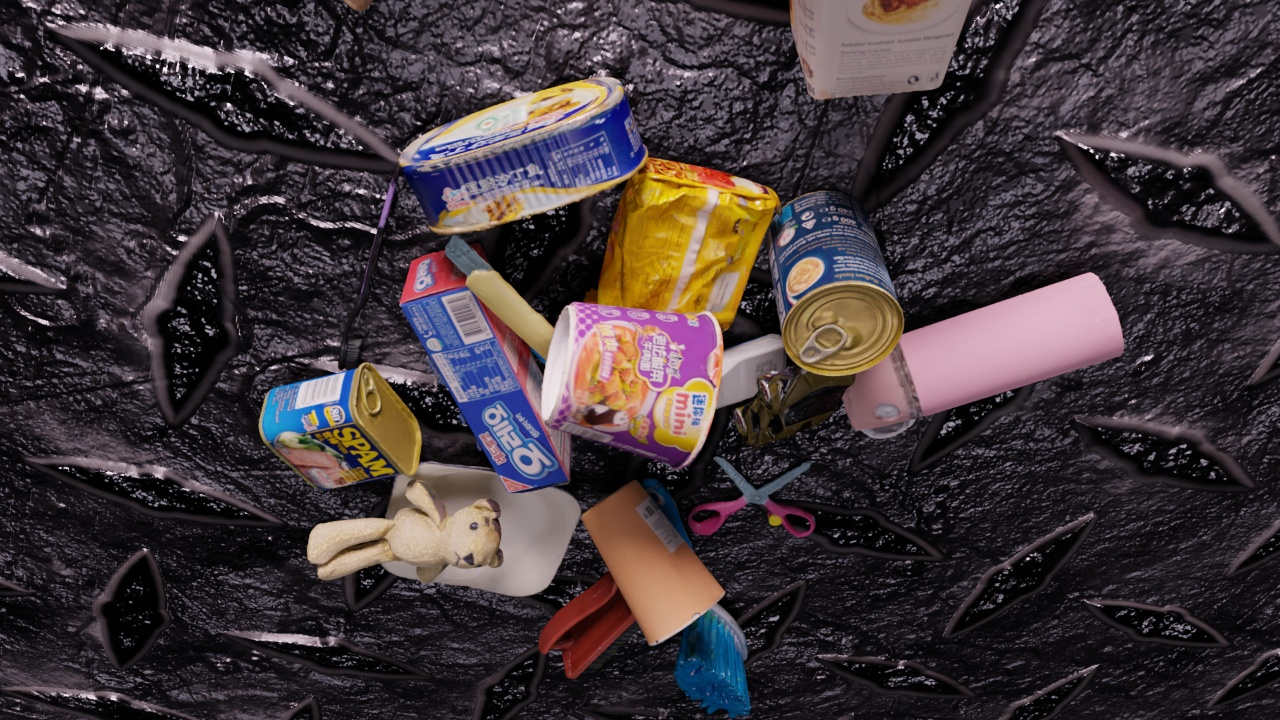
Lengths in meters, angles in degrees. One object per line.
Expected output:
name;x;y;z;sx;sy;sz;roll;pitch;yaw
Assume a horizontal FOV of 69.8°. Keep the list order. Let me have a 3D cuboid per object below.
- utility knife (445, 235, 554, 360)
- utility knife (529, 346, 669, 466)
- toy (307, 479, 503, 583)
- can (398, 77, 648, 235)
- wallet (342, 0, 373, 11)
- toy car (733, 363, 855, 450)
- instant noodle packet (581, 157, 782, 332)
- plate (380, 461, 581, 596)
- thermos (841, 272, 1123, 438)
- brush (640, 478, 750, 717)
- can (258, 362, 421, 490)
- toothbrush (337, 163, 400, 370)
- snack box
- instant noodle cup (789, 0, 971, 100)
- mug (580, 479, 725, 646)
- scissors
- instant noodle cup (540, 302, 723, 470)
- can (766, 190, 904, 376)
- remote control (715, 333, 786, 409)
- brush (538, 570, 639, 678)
utility knife;-0.078;-0.027;0.630;0.031;0.019;0.183;-19;146;21
utility knife;-0.023;0.039;0.741;0.034;0.018;0.182;6;148;47
toy;-0.192;0.151;0.758;0.157;0.066;0.105;-5;114;-7
can;-0.072;-0.126;0.565;0.148;0.074;0.049;-14;126;12
wallet;-0.147;-0.253;0.481;0.115;0.033;0.090;-34;125;28
toy car;0.115;0.031;0.684;0.070;0.042;0.158;-20;163;-9
instant noodle packet;0.027;-0.075;0.633;0.110;0.044;0.129;10;132;-13
plate;-0.144;0.145;0.820;0.163;0.034;0.165;13;128;-13
thermos;0.251;0.005;0.695;0.199;0.067;0.087;-21;128;13
brush;0.051;0.240;0.883;0.061;0.109;0.315;-5;140;22
can;-0.233;0.055;0.719;0.083;0.057;0.102;-13;140;11
toothbrush;-0.192;-0.060;0.656;0.016;0.014;0.189;12;129;-22
snack box;-0.109;0.014;0.693;0.057;0.058;0.208;-14;130;9
instant noodle cup;0.125;-0.213;0.481;0.116;0.116;0.124;-5;143;2
mug;0.006;0.167;0.779;0.078;0.078;0.122;-37;82;26
scissors;0.103;0.128;0.830;0.134;0.017;0.133;-32;120;23
instant noodle cup;-0.010;0.011;0.613;0.099;0.111;0.112;13;129;-13
can;0.126;-0.054;0.611;0.075;0.111;0.075;0;132;0
remote control;0.054;0.019;0.707;0.124;0.024;0.049;-18;133;-13
brush;-0.040;0.248;0.894;0.069;0.063;0.146;18;128;-34
